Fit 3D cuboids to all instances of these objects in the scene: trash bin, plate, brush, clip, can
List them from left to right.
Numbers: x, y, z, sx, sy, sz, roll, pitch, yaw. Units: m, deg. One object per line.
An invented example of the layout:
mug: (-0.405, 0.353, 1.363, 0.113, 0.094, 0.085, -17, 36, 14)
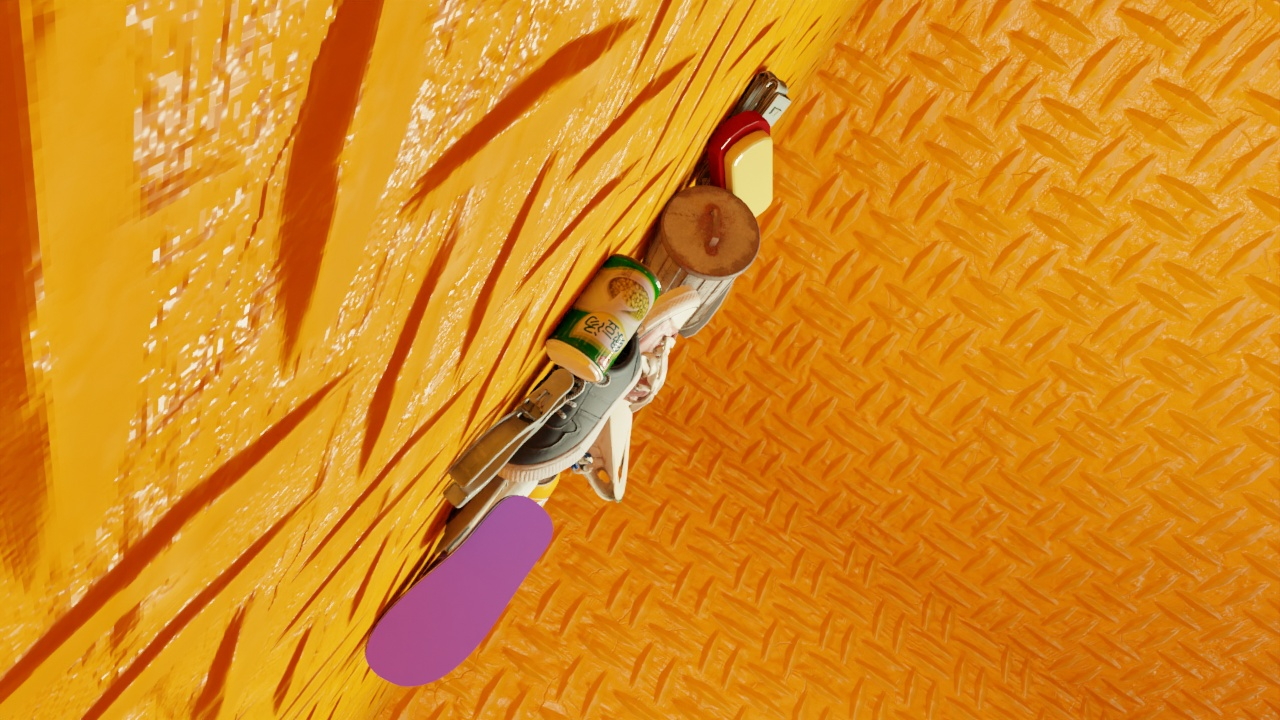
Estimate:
plate: (-0.182, 0.148, 1.056, 0.178, 0.012, 0.178, -48, -172, 8)
clip: (-0.122, 0.064, 0.874, 0.171, 0.029, 0.142, -47, 176, -19)
can: (-0.173, 0.188, 1.404, 0.078, 0.079, 0.143, -55, 179, -36)
can: (-0.037, -0.042, 0.924, 0.120, 0.067, 0.067, -56, 179, -20)
trash bin: (0.069, -0.134, 1.229, 0.130, 0.131, 0.212, -55, 180, -24)
brush: (0.136, -0.243, 1.198, 0.082, 0.042, 0.174, -33, 150, -12)

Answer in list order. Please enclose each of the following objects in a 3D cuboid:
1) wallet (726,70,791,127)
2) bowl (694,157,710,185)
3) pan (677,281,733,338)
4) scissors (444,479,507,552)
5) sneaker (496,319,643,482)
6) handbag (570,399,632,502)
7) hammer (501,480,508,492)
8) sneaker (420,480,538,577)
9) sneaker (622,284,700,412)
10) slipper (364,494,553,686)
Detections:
wallet: (0.157, -0.338, 1.232, 0.100, 0.054, 0.131, -57, 173, 21)
bowl: (0.117, -0.253, 1.272, 0.112, 0.061, 0.113, -28, 148, -20)
pan: (0.047, -0.069, 1.480, 0.358, 0.041, 0.178, -50, -160, 38)
scissors: (-0.182, 0.160, 1.112, 0.194, 0.015, 0.178, -44, -171, 36)
sneaker: (-0.075, 0.035, 1.002, 0.234, 0.089, 0.087, -47, 158, -31)
handbag: (-0.060, 0.103, 1.325, 0.200, 0.093, 0.200, -72, 156, -64)
hammer: (-0.132, 0.076, 1.304, 0.147, 0.028, 0.316, -61, 178, 11)
sneaker: (-0.204, 0.244, 1.236, 0.235, 0.079, 0.088, -51, -170, -20)
sneaker: (-0.007, 0.007, 1.140, 0.241, 0.088, 0.118, -43, 172, 1)
slipper: (-0.221, 0.278, 1.128, 0.266, 0.107, 0.084, -48, -169, -18)
